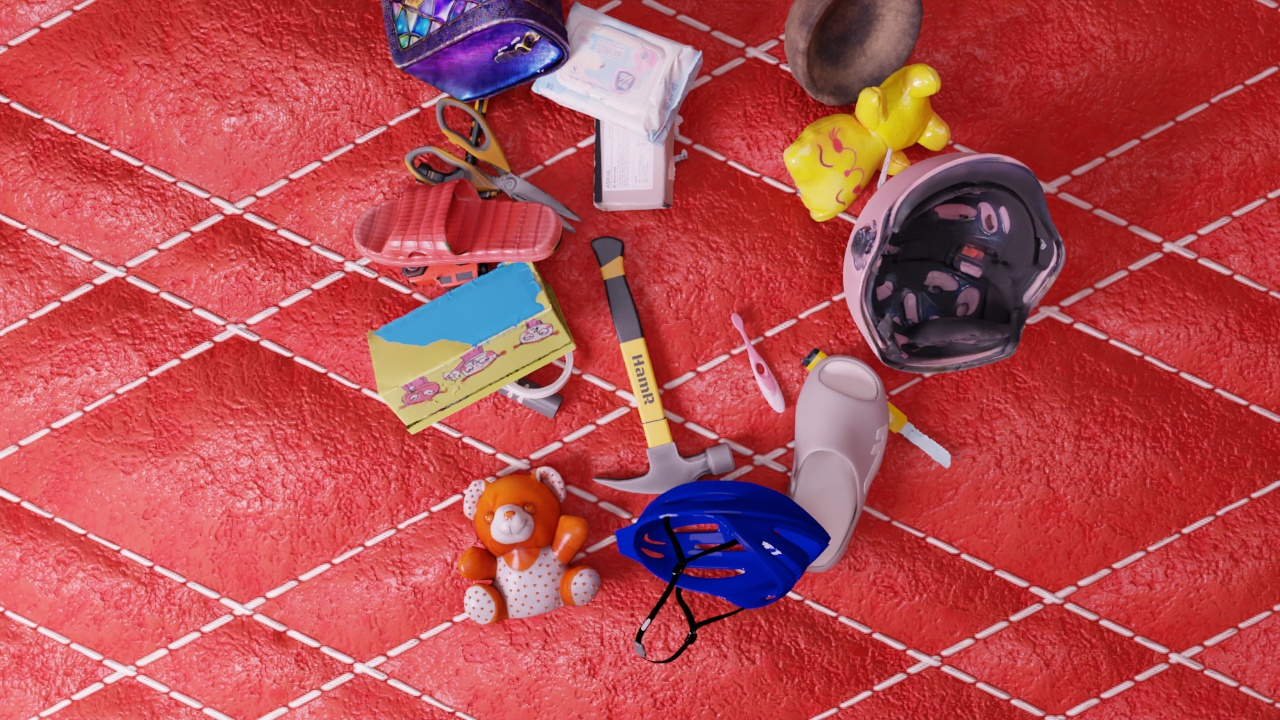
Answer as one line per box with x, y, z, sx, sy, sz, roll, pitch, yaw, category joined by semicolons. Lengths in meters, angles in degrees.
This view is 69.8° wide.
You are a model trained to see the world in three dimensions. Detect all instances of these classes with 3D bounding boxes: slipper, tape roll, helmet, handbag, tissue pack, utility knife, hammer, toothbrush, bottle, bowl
-0.216;-0.163;1.064;0.249;0.059;0.103;1;62;6;slipper
-0.127;0.001;1.107;0.093;0.013;0.093;2;68;-4;tape roll
0.081;0.237;1.024;0.242;0.227;0.148;4;130;17;helmet
-0.169;-0.418;1.013;0.222;0.125;0.204;-18;75;27;handbag
-0.029;-0.326;1.040;0.182;0.070;0.112;27;99;18;tissue pack
0.288;0.059;1.113;0.218;0.019;0.030;38;97;6;utility knife
0.335;-0.119;1.027;0.230;0.152;0.256;-6;120;-7;helmet
-0.180;-0.354;1.115;0.123;0.036;0.320;13;93;0;hammer
0.226;0.128;1.078;0.113;0.080;0.266;14;96;6;slipper
0.143;0.002;1.119;0.021;0.016;0.135;-26;92;2;toothbrush
0.001;-0.270;1.100;0.104;0.071;0.181;0;87;17;tissue pack
-0.151;0.034;1.117;0.113;0.030;0.030;26;91;1;bottle
0.268;-0.199;1.031;0.010;0.181;0.010;-31;77;3;toothbrush
-0.007;0.006;1.116;0.170;0.034;0.324;-15;89;3;hammer
0.236;-0.382;1.053;0.162;0.162;0.070;-33;49;1;bowl

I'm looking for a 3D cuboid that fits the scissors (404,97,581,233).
-0.177;-0.212;1.105;0.228;0.016;0.134;41;95;-4;scissors

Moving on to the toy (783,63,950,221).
0.255;-0.261;1.063;0.194;0.134;0.087;-36;47;6;toy

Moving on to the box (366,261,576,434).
-0.197;-0.023;1.068;0.221;0.082;0.124;-27;47;-2;box

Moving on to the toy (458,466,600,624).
-0.139;0.219;1.089;0.164;0.093;0.172;-13;89;3;toy

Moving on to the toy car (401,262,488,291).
-0.235;-0.107;1.107;0.100;0.051;0.049;-11;88;1;toy car
